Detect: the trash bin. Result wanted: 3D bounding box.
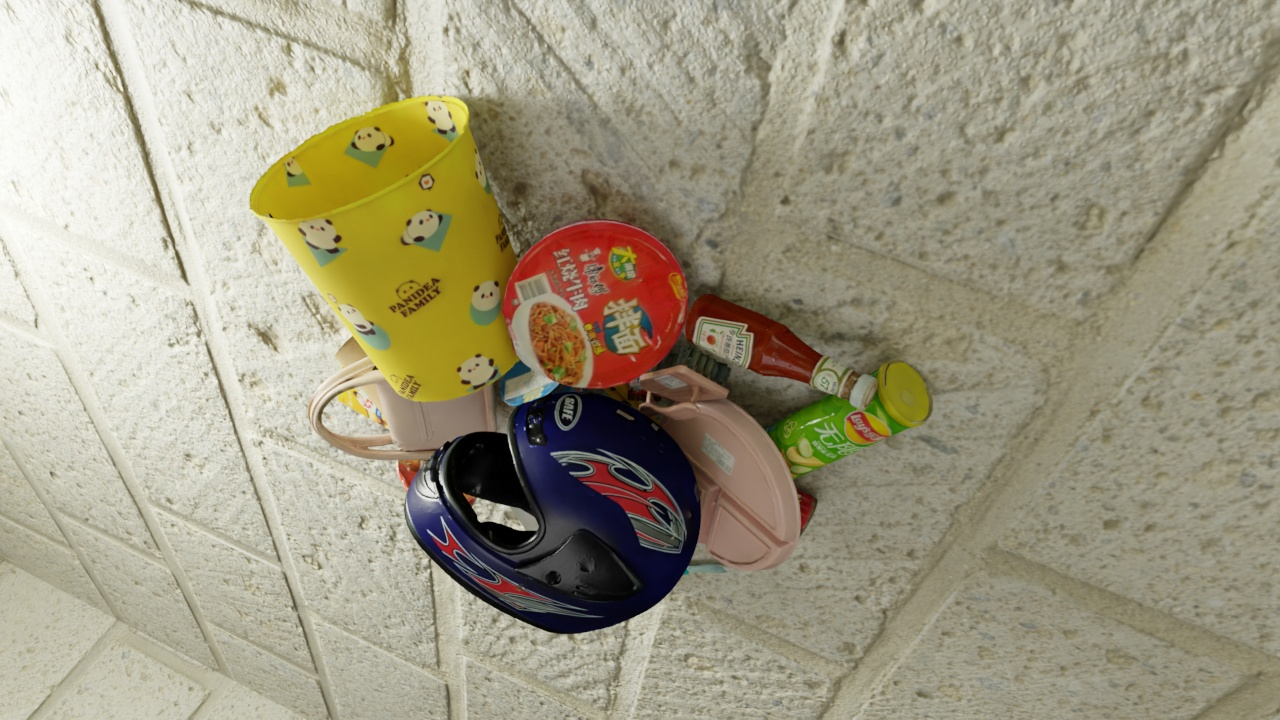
[{"bbox_3d":[-0.237,-0.110,0.969,0.230,0.228,0.255,3,134,29],"label":"trash bin"}]

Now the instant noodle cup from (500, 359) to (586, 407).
[{"bbox_3d":[-0.106,0.052,1.157,0.099,0.099,0.110,-4,137,34],"label":"instant noodle cup"}]

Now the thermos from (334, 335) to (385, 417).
[{"bbox_3d":[-0.353,0.025,1.282,0.143,0.092,0.093,44,138,-3],"label":"thermos"}]

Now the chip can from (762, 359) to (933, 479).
[{"bbox_3d":[0.208,0.074,0.997,0.072,0.072,0.222,41,138,-12],"label":"chip can"}]

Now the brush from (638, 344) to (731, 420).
[{"bbox_3d":[0.039,0.031,1.027,0.063,0.073,0.146,28,164,-18],"label":"brush"}]

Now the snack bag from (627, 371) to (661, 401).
[{"bbox_3d":[-0.006,0.006,1.095,0.048,0.026,0.104,-2,130,19],"label":"snack bag"}]

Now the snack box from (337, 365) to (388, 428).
[{"bbox_3d":[-0.384,0.059,1.373,0.140,0.033,0.087,31,139,3],"label":"snack box"}]

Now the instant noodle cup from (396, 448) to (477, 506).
[{"bbox_3d":[-0.288,0.171,1.356,0.138,0.137,0.109,29,147,3],"label":"instant noodle cup"}]

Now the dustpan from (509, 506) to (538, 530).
[{"bbox_3d":[-0.078,0.213,1.335,0.257,0.142,0.223,57,150,13],"label":"dustpan"}]

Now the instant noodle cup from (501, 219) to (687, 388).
[{"bbox_3d":[-0.050,-0.067,0.972,0.193,0.065,0.194,-5,120,-8],"label":"instant noodle cup"}]

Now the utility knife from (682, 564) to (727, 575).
[{"bbox_3d":[0.040,0.313,1.382,0.219,0.013,0.029,-9,124,40],"label":"utility knife"}]

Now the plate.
[{"bbox_3d":[0.093,0.147,1.082,0.230,0.028,0.230,31,132,41],"label":"plate"}]

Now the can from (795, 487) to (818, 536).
[{"bbox_3d":[0.148,0.165,1.137,0.133,0.053,0.053,27,139,5],"label":"can"}]

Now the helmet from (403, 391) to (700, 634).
[{"bbox_3d":[-0.078,0.152,1.041,0.315,0.246,0.241,31,113,-17],"label":"helmet"}]

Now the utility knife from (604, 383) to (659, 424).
[{"bbox_3d":[0.008,0.077,1.164,0.171,0.015,0.033,47,140,-18],"label":"utility knife"}]

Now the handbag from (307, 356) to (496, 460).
[{"bbox_3d":[-0.305,0.054,1.181,0.234,0.093,0.194,-14,139,-14],"label":"handbag"}]

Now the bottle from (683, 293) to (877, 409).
[{"bbox_3d":[0.141,-0.007,0.936,0.206,0.059,0.060,27,141,26],"label":"bottle"}]
